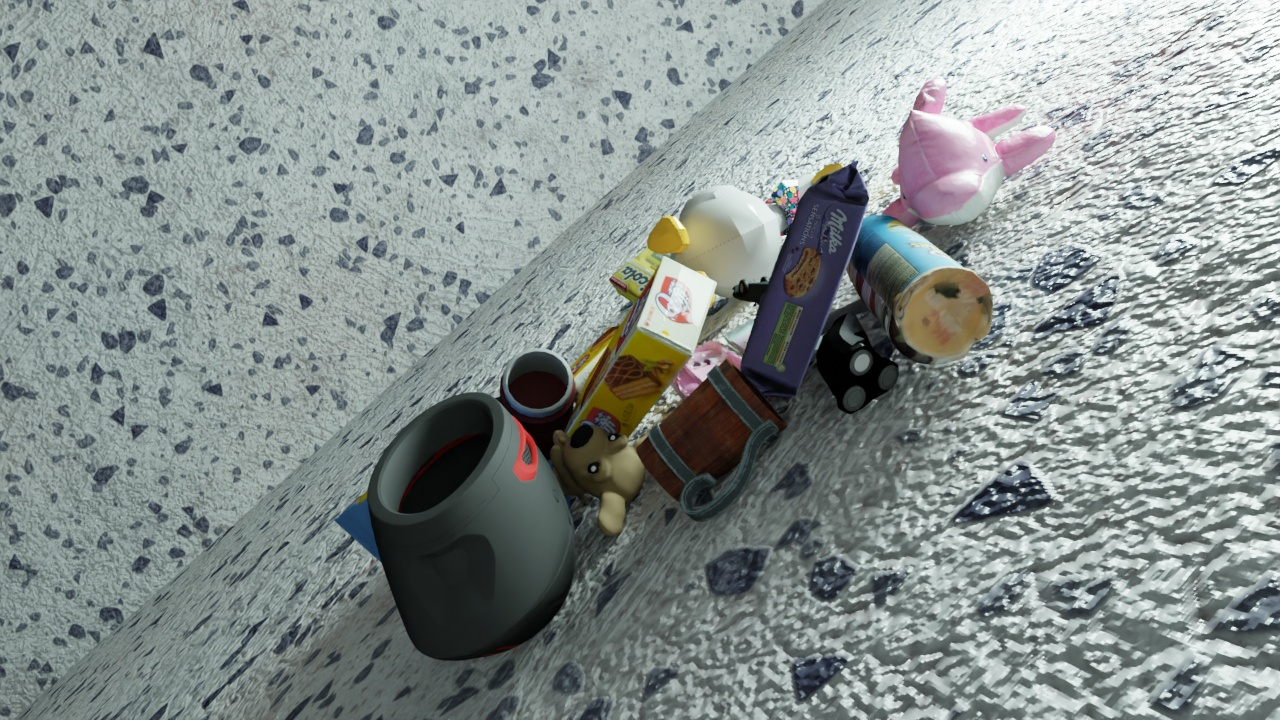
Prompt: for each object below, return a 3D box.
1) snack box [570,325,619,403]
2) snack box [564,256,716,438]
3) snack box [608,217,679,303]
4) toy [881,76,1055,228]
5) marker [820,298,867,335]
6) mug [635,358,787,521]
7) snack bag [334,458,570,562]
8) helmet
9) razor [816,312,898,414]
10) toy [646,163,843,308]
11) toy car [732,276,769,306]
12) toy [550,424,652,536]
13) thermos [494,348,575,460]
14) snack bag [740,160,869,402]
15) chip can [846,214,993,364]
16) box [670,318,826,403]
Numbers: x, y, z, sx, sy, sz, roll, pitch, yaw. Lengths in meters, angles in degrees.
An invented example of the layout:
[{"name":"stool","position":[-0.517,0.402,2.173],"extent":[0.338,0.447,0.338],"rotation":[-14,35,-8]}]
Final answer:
[{"name":"snack box","position":[-0.033,0.019,1.124],"extent":[0.105,0.083,0.061],"rotation":[-45,15,-15]},{"name":"snack box","position":[-0.006,0.006,0.964],"extent":[0.231,0.061,0.109],"rotation":[-55,11,49]},{"name":"snack box","position":[0.056,-0.146,1.354],"extent":[0.180,0.045,0.121],"rotation":[-43,46,-9]},{"name":"toy","position":[0.301,-0.213,0.909],"extent":[0.187,0.128,0.264],"rotation":[-26,12,29]},{"name":"marker","position":[0.171,-0.033,0.865],"extent":[0.138,0.016,0.022],"rotation":[-27,-1,-15]},{"name":"mug","position":[0.065,0.073,0.783],"extent":[0.111,0.081,0.117],"rotation":[-42,35,7]},{"name":"snack bag","position":[-0.201,0.160,0.988],"extent":[0.205,0.159,0.102],"rotation":[-39,17,8]},{"name":"helmet","position":[-0.141,0.159,0.818],"extent":[0.164,0.170,0.264],"rotation":[-25,28,6]},{"name":"razor","position":[0.175,-0.007,0.773],"extent":[0.060,0.057,0.156],"rotation":[6,19,-1]},{"name":"toy","position":[0.130,-0.161,1.164],"extent":[0.266,0.141,0.247],"rotation":[-30,6,-34]},{"name":"toy car","position":[0.149,-0.071,0.982],"extent":[0.046,0.034,0.112],"rotation":[-11,13,-39]},{"name":"toy","position":[-0.047,0.107,0.906],"extent":[0.108,0.106,0.133],"rotation":[-8,37,43]},{"name":"thermos","position":[-0.133,0.061,1.084],"extent":[0.108,0.084,0.199],"rotation":[-15,-19,-12]},{"name":"snack bag","position":[0.141,-0.066,0.791],"extent":[0.096,0.058,0.205],"rotation":[5,-75,-79]},{"name":"chip can","position":[0.223,-0.067,0.775],"extent":[0.080,0.080,0.229],"rotation":[-37,14,13]},{"name":"box","position":[0.106,0.002,0.941],"extent":[0.154,0.045,0.201],"rotation":[-23,15,-4]}]
